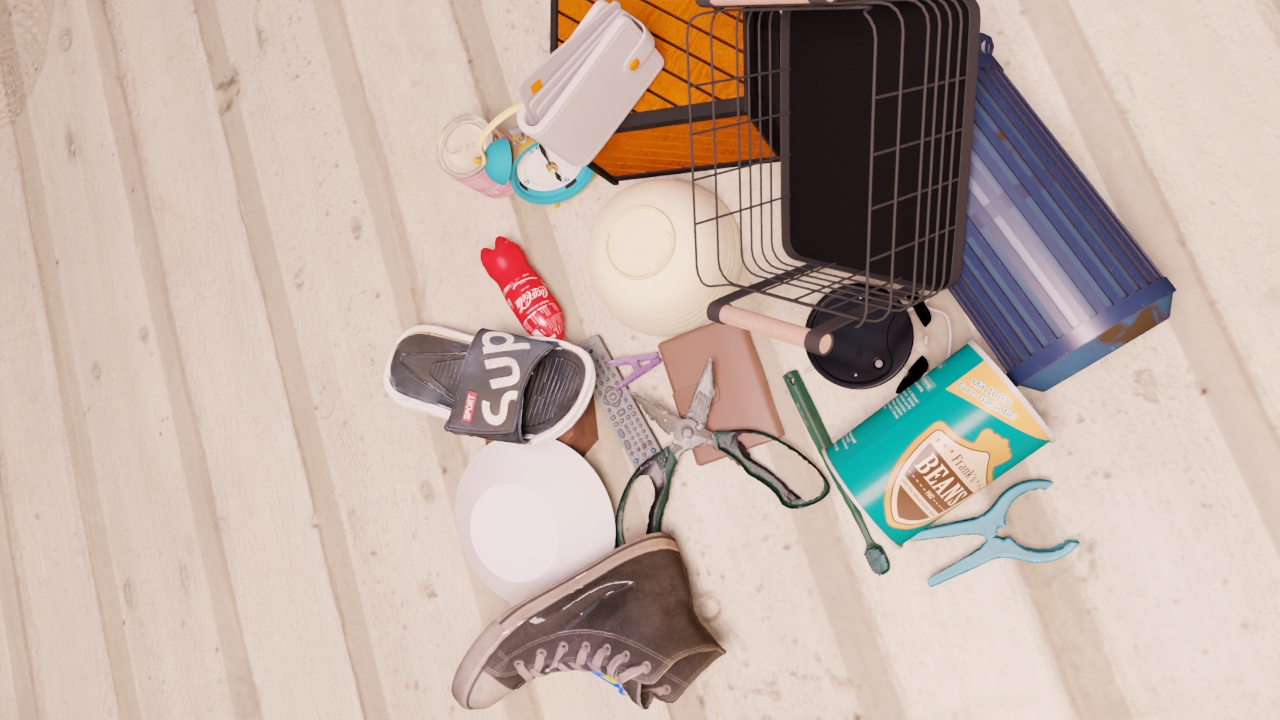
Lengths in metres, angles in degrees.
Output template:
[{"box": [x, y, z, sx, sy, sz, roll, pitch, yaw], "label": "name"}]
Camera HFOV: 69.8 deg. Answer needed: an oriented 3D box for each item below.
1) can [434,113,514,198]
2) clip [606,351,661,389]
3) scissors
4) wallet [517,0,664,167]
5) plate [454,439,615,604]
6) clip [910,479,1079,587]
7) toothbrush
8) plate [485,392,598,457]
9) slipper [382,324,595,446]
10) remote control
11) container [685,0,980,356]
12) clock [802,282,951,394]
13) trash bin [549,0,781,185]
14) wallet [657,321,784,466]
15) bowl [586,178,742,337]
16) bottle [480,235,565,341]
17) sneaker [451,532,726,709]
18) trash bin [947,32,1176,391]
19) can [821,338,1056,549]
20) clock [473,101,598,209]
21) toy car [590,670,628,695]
[{"box": [-0.157, -0.203, 0.917, 0.067, 0.076, 0.067, -2, 84, 21], "label": "can"}, {"box": [-0.005, 0.004, 0.863, 0.050, 0.013, 0.029, -24, 77, -5], "label": "clip"}, {"box": [0.065, 0.105, 0.824, 0.206, 0.015, 0.202, 20, 103, 16], "label": "scissors"}, {"box": [-0.042, -0.214, 0.699, 0.037, 0.115, 0.118, 42, 100, 20], "label": "wallet"}, {"box": [-0.111, 0.158, 0.865, 0.174, 0.036, 0.174, 3, 97, 22], "label": "plate"}, {"box": [0.279, 0.122, 0.739, 0.130, 0.030, 0.120, -5, 87, 20], "label": "clip"}, {"box": [0.167, 0.095, 0.790, 0.016, 0.017, 0.189, -28, 75, 18], "label": "toothbrush"}, {"box": [-0.105, 0.056, 0.897, 0.131, 0.025, 0.131, -2, 84, 21], "label": "plate"}, {"box": [-0.161, 0.016, 0.878, 0.264, 0.063, 0.111, 12, 82, 37], "label": "slipper"}, {"box": [-0.022, 0.039, 0.872, 0.033, 0.013, 0.136, -33, 74, 15], "label": "remote control"}, {"box": [0.127, -0.145, 0.651, 0.163, 0.130, 0.242, 21, 124, 45], "label": "container"}, {"box": [0.199, -0.017, 0.775, 0.121, 0.042, 0.091, 2, 85, 22], "label": "clock"}, {"box": [0.028, -0.252, 0.814, 0.172, 0.139, 0.139, -2, 84, 21], "label": "trash bin"}, {"box": [0.071, 0.026, 0.836, 0.087, 0.013, 0.121, -22, 79, 18], "label": "wallet"}, {"box": [0.011, -0.101, 0.841, 0.151, 0.075, 0.150, -3, 83, 22], "label": "bowl"}, {"box": [-0.109, -0.060, 0.902, 0.042, 0.042, 0.141, -39, 72, 14], "label": "bottle"}, {"box": [-0.048, 0.258, 0.788, 0.234, 0.095, 0.119, -27, 54, -5], "label": "sneaker"}, {"box": [0.279, -0.107, 0.703, 0.139, 0.139, 0.249, -35, 75, 15], "label": "trash bin"}, {"box": [0.232, 0.066, 0.723, 0.144, 0.099, 0.099, -39, 72, 13], "label": "can"}, {"box": [-0.093, -0.193, 0.864, 0.099, 0.129, 0.043, -33, 56, 16], "label": "clock"}, {"box": [-0.024, 0.264, 0.845, 0.092, 0.033, 0.062, 22, 81, 26], "label": "toy car"}]
